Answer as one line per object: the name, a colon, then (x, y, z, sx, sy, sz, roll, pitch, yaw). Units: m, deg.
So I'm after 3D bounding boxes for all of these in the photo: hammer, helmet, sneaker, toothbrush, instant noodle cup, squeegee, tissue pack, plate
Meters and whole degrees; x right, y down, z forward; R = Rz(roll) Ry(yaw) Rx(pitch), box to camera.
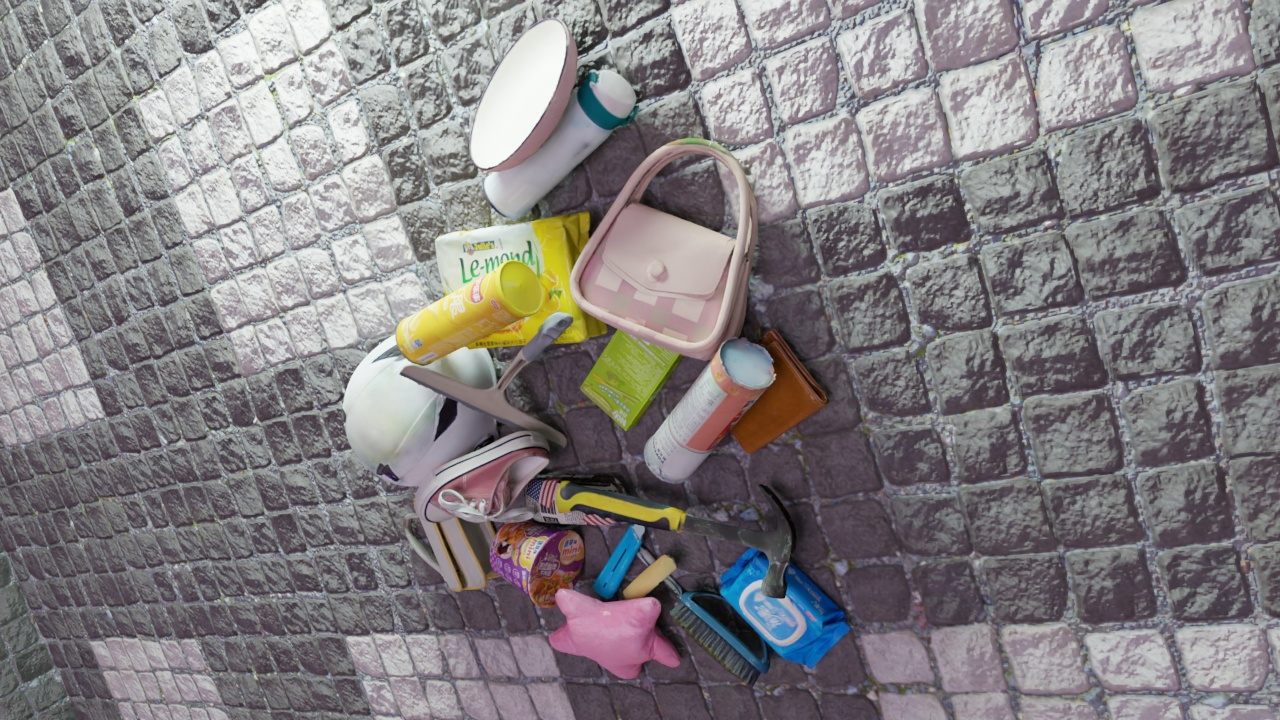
hammer: (0.037, 0.195, 1.142, 0.324, 0.032, 0.126, 9, 83, 27)
helmet: (-0.329, 0.071, 1.304, 0.229, 0.145, 0.259, 48, 124, 9)
sneaker: (-0.218, 0.182, 1.257, 0.242, 0.118, 0.087, -30, 54, 26)
toothbrush: (0.048, 0.309, 1.229, 0.191, 0.018, 0.016, 45, 123, 11)
instant noodle cup: (-0.151, 0.277, 1.293, 0.099, 0.111, 0.112, 16, 114, 35)
squeegee: (-0.145, -0.002, 1.155, 0.246, 0.039, 0.247, 27, 138, -18)
tissue pack: (0.174, 0.302, 1.126, 0.157, 0.052, 0.095, 43, 124, 12)
plate: (-0.131, -0.301, 1.066, 0.193, 0.039, 0.192, -29, 50, 40)

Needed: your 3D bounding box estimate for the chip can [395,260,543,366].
chip can: (-0.218, -0.055, 1.155, 0.214, 0.071, 0.072, -23, 94, 37)

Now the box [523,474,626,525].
box: (-0.086, 0.189, 1.261, 0.165, 0.064, 0.074, -1, 79, 32)

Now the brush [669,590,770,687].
brush: (0.109, 0.346, 1.177, 0.144, 0.055, 0.073, 39, 84, 12)

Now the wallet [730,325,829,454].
wallet: (0.136, 0.033, 1.065, 0.131, 0.035, 0.119, -41, 79, 42)

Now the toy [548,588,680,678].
toy: (-0.042, 0.385, 1.272, 0.195, 0.074, 0.179, -2, 123, 22)

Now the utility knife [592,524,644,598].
utility knife: (-0.026, 0.270, 1.251, 0.034, 0.018, 0.166, 45, 130, 24)

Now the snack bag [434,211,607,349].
snack bag: (-0.153, -0.099, 1.182, 0.247, 0.068, 0.158, -3, 106, 33)

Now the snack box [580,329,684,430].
snack box: (-0.007, 0.007, 1.153, 0.086, 0.026, 0.157, 42, 123, 13)

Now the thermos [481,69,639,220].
thermos: (-0.095, -0.255, 1.094, 0.225, 0.073, 0.073, -34, 87, 36)

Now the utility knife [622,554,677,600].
utility knife: (0.010, 0.299, 1.237, 0.031, 0.018, 0.152, 47, 141, 9)

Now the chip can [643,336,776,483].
chip can: (0.076, 0.062, 1.060, 0.071, 0.071, 0.215, 45, 139, 11)

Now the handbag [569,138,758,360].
handbag: (0.042, -0.133, 1.038, 0.193, 0.093, 0.234, 23, 101, 19)

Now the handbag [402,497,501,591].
handbag: (-0.304, 0.279, 1.417, 0.179, 0.063, 0.163, -21, 93, 39)
